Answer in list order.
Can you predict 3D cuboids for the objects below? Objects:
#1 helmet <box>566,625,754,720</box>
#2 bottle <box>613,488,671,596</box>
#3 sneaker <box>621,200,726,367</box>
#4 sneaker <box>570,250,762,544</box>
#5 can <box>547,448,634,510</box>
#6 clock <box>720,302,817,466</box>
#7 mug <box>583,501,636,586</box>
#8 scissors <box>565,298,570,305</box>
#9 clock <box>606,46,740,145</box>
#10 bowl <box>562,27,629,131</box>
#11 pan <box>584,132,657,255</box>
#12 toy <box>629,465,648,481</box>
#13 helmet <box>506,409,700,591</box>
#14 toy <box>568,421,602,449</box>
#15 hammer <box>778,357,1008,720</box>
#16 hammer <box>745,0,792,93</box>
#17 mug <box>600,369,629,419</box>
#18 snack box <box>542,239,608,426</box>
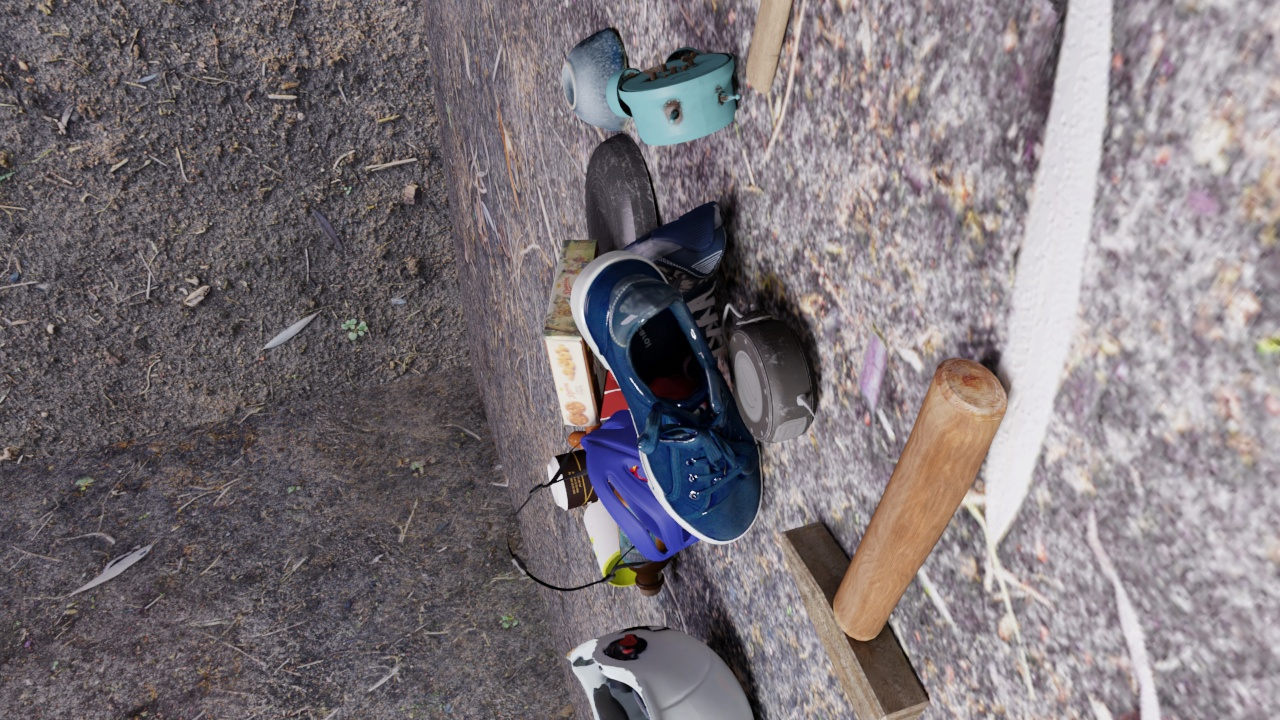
[{"bbox_3d":[0.041,0.401,1.007,0.264,0.163,0.236,-22,85,69],"label":"helmet"},{"bbox_3d":[0.006,0.231,1.173,0.068,0.067,0.157,-131,32,-61],"label":"bottle"},{"bbox_3d":[0.036,-0.042,0.827,0.132,0.103,0.270,60,163,7],"label":"sneaker"},{"bbox_3d":[0.043,0.056,0.726,0.127,0.120,0.295,37,158,54],"label":"sneaker"},{"bbox_3d":[-0.052,0.147,1.199,0.072,0.128,0.072,167,91,-76],"label":"can"},{"bbox_3d":[0.099,0.010,0.690,0.091,0.043,0.122,97,158,-58],"label":"clock"},{"bbox_3d":[-0.028,0.251,1.291,0.106,0.082,0.083,-117,20,-48],"label":"mug"},{"bbox_3d":[-0.002,0.006,0.823,0.225,0.016,0.166,41,167,-34],"label":"scissors"},{"bbox_3d":[0.024,-0.206,0.706,0.124,0.090,0.053,-131,22,-60],"label":"clock"},{"bbox_3d":[-0.050,-0.293,0.971,0.110,0.055,0.110,167,90,-74],"label":"bowl"},{"bbox_3d":[-0.045,-0.136,1.101,0.358,0.040,0.207,144,115,-72],"label":"pan"},{"bbox_3d":[0.017,0.135,1.077,0.137,0.067,0.106,57,150,34],"label":"toy"},{"bbox_3d":[-0.027,0.151,0.932,0.148,0.227,0.242,54,169,-14],"label":"helmet"},{"bbox_3d":[-0.062,0.136,1.364,0.128,0.065,0.095,175,79,-70],"label":"toy"},{"bbox_3d":[0.157,0.105,0.572,0.301,0.037,0.157,95,157,-49],"label":"hammer"},{"bbox_3d":[0.098,-0.286,0.504,0.332,0.030,0.119,95,158,-57],"label":"hammer"},{"bbox_3d":[-0.049,0.008,1.174,0.117,0.080,0.096,115,140,-56],"label":"mug"},{"bbox_3d":[-0.063,-0.029,0.983,0.143,0.041,0.146,81,-168,-49],"label":"snack box"}]
